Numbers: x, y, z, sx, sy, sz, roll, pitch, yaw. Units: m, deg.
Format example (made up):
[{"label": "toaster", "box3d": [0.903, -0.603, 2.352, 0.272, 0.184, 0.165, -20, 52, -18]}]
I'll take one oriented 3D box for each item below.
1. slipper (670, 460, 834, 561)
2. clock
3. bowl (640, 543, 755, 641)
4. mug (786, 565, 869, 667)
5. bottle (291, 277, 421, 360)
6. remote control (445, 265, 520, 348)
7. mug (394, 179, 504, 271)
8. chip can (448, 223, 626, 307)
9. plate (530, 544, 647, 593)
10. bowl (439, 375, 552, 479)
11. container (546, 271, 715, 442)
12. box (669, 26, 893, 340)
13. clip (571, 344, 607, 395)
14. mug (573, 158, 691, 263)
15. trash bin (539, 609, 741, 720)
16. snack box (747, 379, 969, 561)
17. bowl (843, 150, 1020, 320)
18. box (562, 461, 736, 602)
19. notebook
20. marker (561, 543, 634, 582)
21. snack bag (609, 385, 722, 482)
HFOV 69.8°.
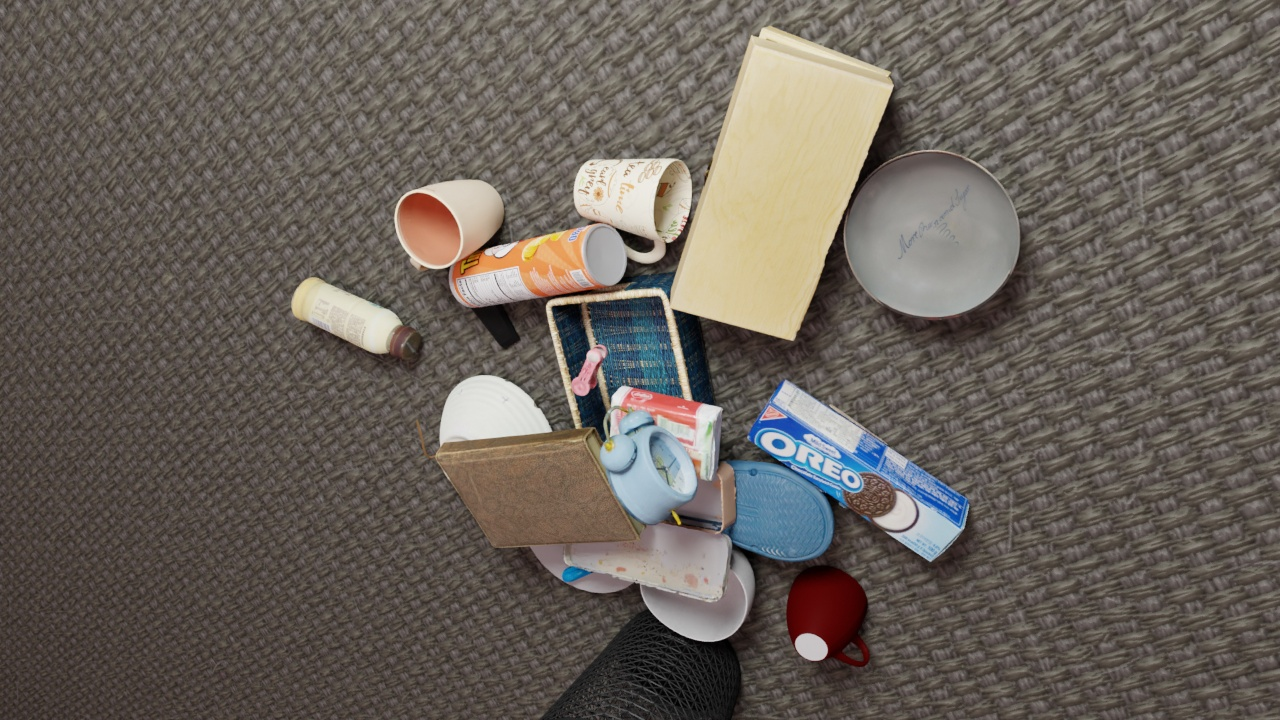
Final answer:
[{"label": "slipper", "box3d": [0.116, 0.151, 1.005, 0.214, 0.059, 0.104, 9, 108, 37]}, {"label": "clock", "box3d": [0.004, 0.098, 0.883, 0.052, 0.088, 0.124, -33, 100, 28]}, {"label": "bowl", "box3d": [0.071, 0.252, 1.065, 0.132, 0.064, 0.132, 10, 116, 21]}, {"label": "mug", "box3d": [0.207, 0.296, 1.007, 0.114, 0.088, 0.087, 45, 123, 1]}, {"label": "bottle", "box3d": [-0.348, -0.049, 1.130, 0.162, 0.056, 0.057, 23, 120, 14]}, {"label": "remote control", "box3d": [-0.185, -0.070, 1.071, 0.039, 0.010, 0.125, -28, 100, 32]}, {"label": "mug", "box3d": [-0.207, -0.143, 0.994, 0.085, 0.104, 0.112, 42, 124, 3]}, {"label": "chip can", "box3d": [-0.113, -0.097, 0.967, 0.211, 0.062, 0.062, -5, 111, 41]}, {"label": "plate", "box3d": [-0.067, 0.210, 1.138, 0.173, 0.019, 0.173, 10, 116, 21]}, {"label": "bowl", "box3d": [-0.192, 0.112, 1.108, 0.177, 0.070, 0.177, 11, 113, 28]}, {"label": "container", "box3d": [-0.006, 0.006, 0.986, 0.145, 0.071, 0.187, -3, 111, 26]}, {"label": "box", "box3d": [0.127, -0.162, 0.849, 0.140, 0.122, 0.249, 13, 120, -7]}, {"label": "clip", "box3d": [-0.049, 0.008, 0.956, 0.022, 0.038, 0.059, 34, 123, 11]}, {"label": "mug", "box3d": [-0.007, -0.150, 0.926, 0.097, 0.080, 0.122, 14, 139, 27]}, {"label": "trash bin", "box3d": [0.004, 0.428, 1.069, 0.217, 0.242, 0.217, 10, 116, 21]}, {"label": "snack box", "box3d": [0.221, 0.111, 0.937, 0.226, 0.059, 0.059, 35, 126, 7]}, {"label": "bowl", "box3d": [0.260, -0.115, 0.816, 0.151, 0.056, 0.151, 10, 116, 21]}, {"label": "box", "box3d": [0.002, 0.178, 1.022, 0.217, 0.058, 0.154, 4, 100, 33]}, {"label": "notebook", "box3d": [-0.122, 0.127, 1.003, 0.216, 0.034, 0.190, -9, 122, 32]}, {"label": "marker", "box3d": [-0.051, 0.247, 1.125, 0.123, 0.015, 0.018, -31, 97, 31]}, {"label": "snack bag", "box3d": [0.025, 0.074, 0.937, 0.116, 0.036, 0.077, 12, 118, 20]}]
